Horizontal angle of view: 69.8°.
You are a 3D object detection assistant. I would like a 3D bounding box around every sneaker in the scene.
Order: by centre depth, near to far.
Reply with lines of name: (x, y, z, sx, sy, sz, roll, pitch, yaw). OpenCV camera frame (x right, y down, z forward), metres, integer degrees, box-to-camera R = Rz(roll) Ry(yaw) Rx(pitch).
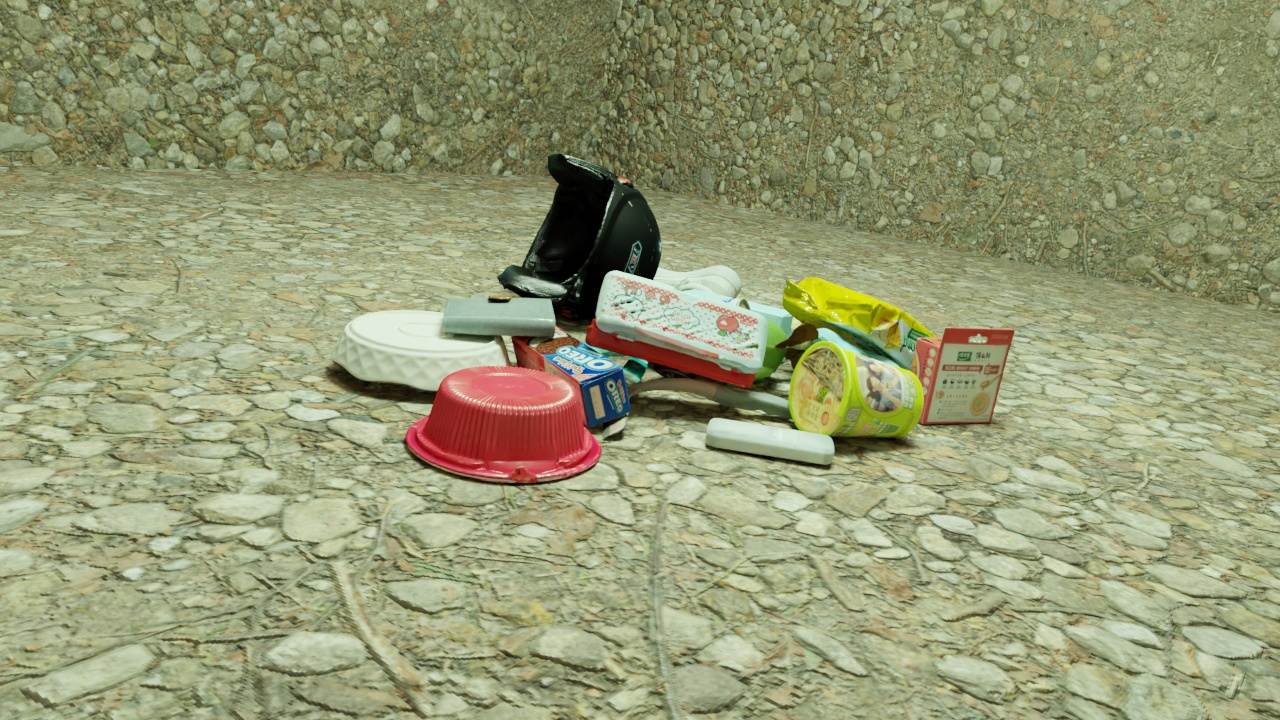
sneaker: (0.049, -0.099, 1.503, 0.243, 0.089, 0.090, 2, 48, 43)

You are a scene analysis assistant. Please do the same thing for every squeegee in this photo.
squeegee: (0.079, 0.043, 1.079, 0.249, 0.040, 0.247, 6, 15, -6)

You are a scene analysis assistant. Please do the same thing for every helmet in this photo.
helmet: (-0.076, -0.178, 1.431, 0.230, 0.233, 0.275, 20, 5, -30)

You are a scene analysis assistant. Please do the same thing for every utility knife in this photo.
utility knife: (-0.006, 0.006, 1.086, 0.029, 0.013, 0.186, 31, 8, 0)

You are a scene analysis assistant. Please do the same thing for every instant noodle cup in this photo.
instant noodle cup: (-0.131, 0.053, 0.903, 0.194, 0.066, 0.193, 6, 15, -2)
instant noodle cup: (0.252, 0.043, 1.050, 0.123, 0.112, 0.112, 10, 14, -24)

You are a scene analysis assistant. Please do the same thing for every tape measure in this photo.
tape measure: (0.047, 0.002, 1.168, 0.058, 0.039, 0.057, 7, -19, 36)

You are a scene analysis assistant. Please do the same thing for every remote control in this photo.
remote control: (0.138, 0.087, 0.982, 0.136, 0.020, 0.055, 9, 15, 6)

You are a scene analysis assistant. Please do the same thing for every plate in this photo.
plate: (-0.254, -0.017, 1.079, 0.205, 0.046, 0.204, 7, 17, -2)

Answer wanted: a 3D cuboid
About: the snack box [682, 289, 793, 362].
snack box: (0.136, -0.052, 1.365, 0.175, 0.074, 0.051, 16, 18, 28)

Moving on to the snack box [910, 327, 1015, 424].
snack box: (0.399, 0.014, 1.155, 0.113, 0.127, 0.044, 1, 18, -23)

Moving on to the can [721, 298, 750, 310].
can: (0.091, -0.057, 1.327, 0.135, 0.053, 0.053, -7, 7, 31)

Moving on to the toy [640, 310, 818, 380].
toy: (0.114, -0.024, 1.223, 0.247, 0.090, 0.227, 8, -11, 16)

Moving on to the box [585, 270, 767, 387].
box: (0.045, -0.039, 1.056, 0.201, 0.098, 0.095, 16, 0, -9)

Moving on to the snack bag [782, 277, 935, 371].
snack bag: (0.317, -0.045, 1.282, 0.158, 0.068, 0.246, 23, -3, 46)

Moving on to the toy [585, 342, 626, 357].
toy: (-0.060, -0.008, 1.204, 0.096, 0.030, 0.091, 1, 16, 17)

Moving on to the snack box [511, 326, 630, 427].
snack box: (-0.083, 0.013, 1.050, 0.057, 0.058, 0.207, -19, 24, -23)

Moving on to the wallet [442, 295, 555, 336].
wallet: (-0.169, -0.058, 1.104, 0.129, 0.037, 0.106, 1, 19, -9)

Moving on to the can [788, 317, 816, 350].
can: (0.212, -0.040, 1.388, 0.116, 0.058, 0.058, 17, 19, 30)

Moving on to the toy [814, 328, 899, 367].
toy: (0.302, 0.011, 1.213, 0.156, 0.050, 0.161, 16, 23, -47)
